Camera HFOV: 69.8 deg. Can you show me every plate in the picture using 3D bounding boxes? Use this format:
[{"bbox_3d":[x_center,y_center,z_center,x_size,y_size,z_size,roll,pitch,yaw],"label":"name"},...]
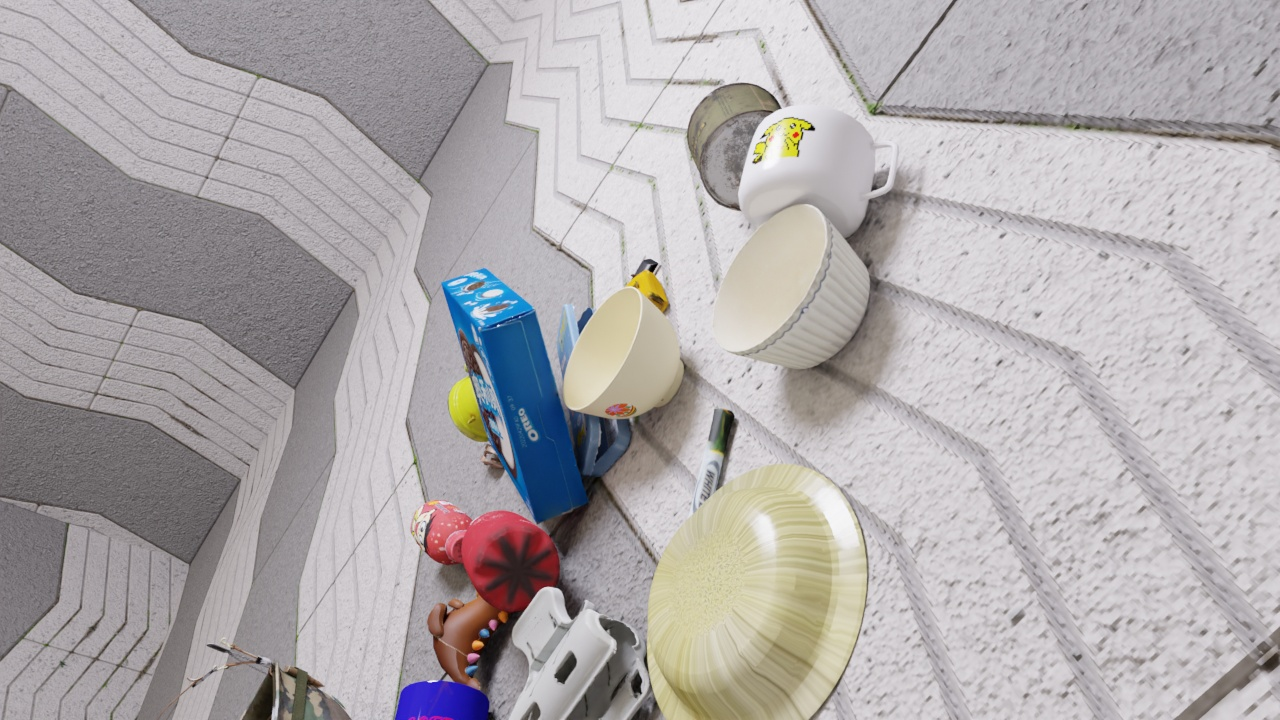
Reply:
[{"bbox_3d":[0.053,0.143,0.569,0.185,0.036,0.184,-37,37,34],"label":"plate"}]

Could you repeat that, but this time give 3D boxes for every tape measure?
[{"bbox_3d":[-0.004,-0.057,0.919,0.059,0.030,0.068,-50,26,20],"label":"tape measure"}]

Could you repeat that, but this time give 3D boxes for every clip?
[{"bbox_3d":[-0.059,0.231,0.682,0.125,0.089,0.150,-54,36,11],"label":"clip"},{"bbox_3d":[-0.177,0.116,1.083,0.049,0.026,0.061,-52,25,23],"label":"clip"}]

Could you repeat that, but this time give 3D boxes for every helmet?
[{"bbox_3d":[-0.415,0.416,0.969,0.225,0.236,0.192,0,59,51],"label":"helmet"}]

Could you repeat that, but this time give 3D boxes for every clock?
[{"bbox_3d":[-0.180,0.040,1.097,0.057,0.083,0.118,-30,42,41],"label":"clock"}]

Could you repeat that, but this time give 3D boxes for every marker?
[{"bbox_3d":[0.046,0.103,0.673,0.017,0.017,0.146,-22,46,54],"label":"marker"}]

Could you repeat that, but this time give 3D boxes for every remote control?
[{"bbox_3d":[-0.019,-0.053,0.965,0.124,0.011,0.028,-59,25,6],"label":"remote control"}]

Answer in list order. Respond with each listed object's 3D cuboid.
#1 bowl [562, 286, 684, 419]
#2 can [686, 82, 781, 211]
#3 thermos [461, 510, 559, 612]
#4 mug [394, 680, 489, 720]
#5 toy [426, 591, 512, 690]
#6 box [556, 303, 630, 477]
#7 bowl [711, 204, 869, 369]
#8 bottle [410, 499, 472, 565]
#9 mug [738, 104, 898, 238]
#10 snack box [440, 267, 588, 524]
[{"bbox_3d":[-0.005,0.005,0.802,0.118,0.074,0.117,-44,30,34],"label":"bowl"},{"bbox_3d":[0.090,-0.187,0.799,0.090,0.090,0.074,-50,27,25],"label":"can"},{"bbox_3d":[-0.130,0.175,0.852,0.073,0.073,0.240,-66,13,-10],"label":"thermos"},{"bbox_3d":[-0.178,0.342,0.798,0.111,0.079,0.083,107,170,-45],"label":"mug"},{"bbox_3d":[-0.147,0.256,0.851,0.090,0.070,0.103,-43,34,-3],"label":"toy"},{"bbox_3d":[-0.061,0.023,0.903,0.067,0.052,0.209,-52,30,28],"label":"box"},{"bbox_3d":[0.111,-0.044,0.644,0.116,0.062,0.115,-44,29,33],"label":"bowl"},{"bbox_3d":[-0.215,0.196,1.027,0.138,0.062,0.062,4,68,65],"label":"bottle"},{"bbox_3d":[0.131,-0.133,0.669,0.116,0.094,0.068,-1,63,37],"label":"mug"},{"bbox_3d":[-0.129,0.024,0.907,0.056,0.196,0.239,-19,20,-14],"label":"snack box"}]
